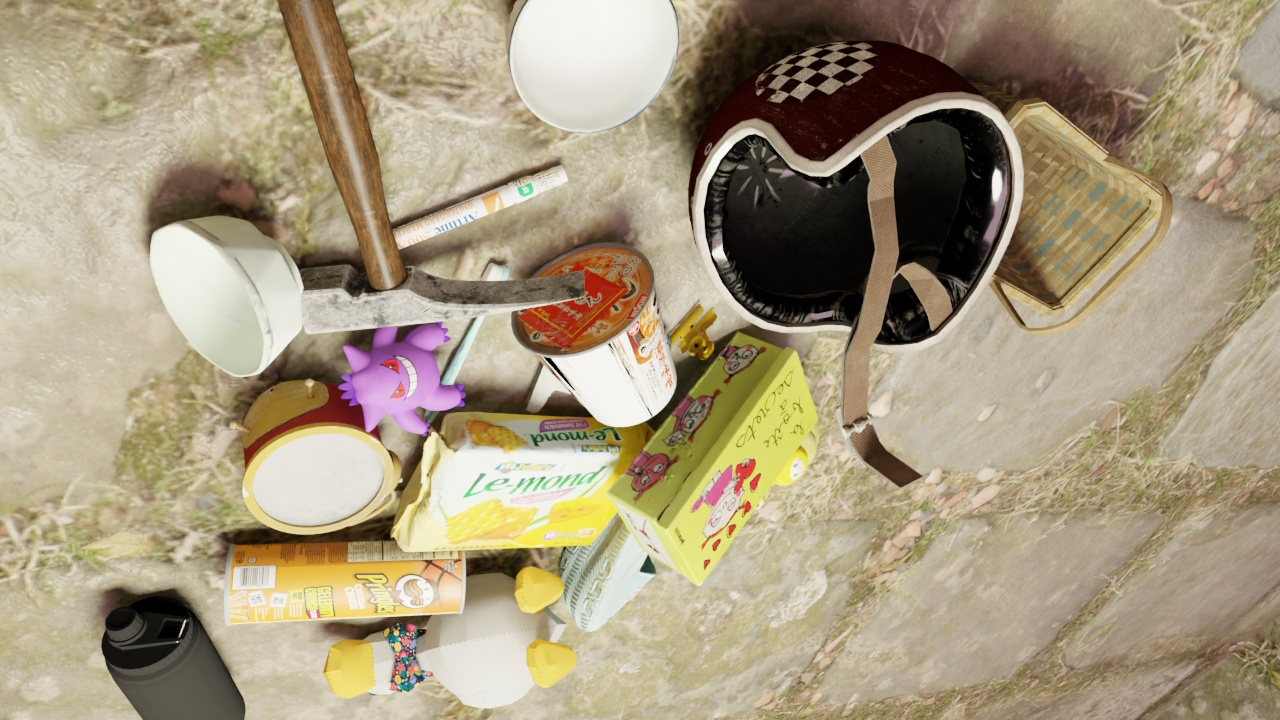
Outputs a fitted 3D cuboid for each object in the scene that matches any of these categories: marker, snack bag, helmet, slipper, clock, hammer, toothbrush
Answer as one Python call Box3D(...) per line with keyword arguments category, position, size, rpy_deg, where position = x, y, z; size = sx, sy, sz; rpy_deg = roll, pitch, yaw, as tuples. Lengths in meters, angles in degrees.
Box3D(category="marker", position=(-0.126, -0.119, 0.713), size=(0.145, 0.017, 0.017), rpy_deg=(-22, 136, -4))
Box3D(category="snack bag", position=(-0.110, 0.116, 0.892), size=(0.246, 0.068, 0.160), rpy_deg=(5, 133, -34))
Box3D(category="helmet", position=(0.156, -0.107, 0.682), size=(0.233, 0.253, 0.233), rpy_deg=(-41, 128, -6))
Box3D(category="slipper", position=(-0.016, 0.203, 1.009), size=(0.074, 0.104, 0.246), rpy_deg=(13, 120, -30))
Box3D(category="clock", position=(-0.272, 0.087, 0.791), size=(0.117, 0.081, 0.159), rpy_deg=(-30, 133, -3))
Box3D(category="slipper", position=(0.113, 0.117, 1.003), size=(0.190, 0.081, 0.092), rpy_deg=(-20, 133, -3))
Box3D(category="hammer", position=(-0.161, -0.151, 0.625), size=(0.218, 0.037, 0.301), rpy_deg=(-6, 130, 0))
Box3D(category="toothbrush", position=(-0.156, -0.011, 0.801), size=(0.016, 0.016, 0.181), rpy_deg=(8, 126, -35))

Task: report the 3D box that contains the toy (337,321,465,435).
Box3D(category="toy", position=(-0.203, 0.014, 0.763), size=(0.056, 0.106, 0.087), rpy_deg=(-10, -174, 42))

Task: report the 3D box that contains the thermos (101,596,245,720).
Box3D(category="thermos", position=(-0.462, 0.309, 0.906), size=(0.086, 0.086, 0.199), rpy_deg=(-12, 134, -15))

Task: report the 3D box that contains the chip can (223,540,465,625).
Box3D(category="chip can", position=(-0.282, 0.213, 0.890), size=(0.215, 0.075, 0.075), rpy_deg=(2, 130, -17))

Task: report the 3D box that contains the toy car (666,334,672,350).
Box3D(category="toy car", position=(-0.005, 0.005, 0.878), size=(0.038, 0.027, 0.090), rpy_deg=(16, 117, -36))

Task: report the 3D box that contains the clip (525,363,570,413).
Box3D(category="clip", position=(-0.069, 0.006, 0.862), size=(0.056, 0.046, 0.102), rpy_deg=(8, 128, -25))

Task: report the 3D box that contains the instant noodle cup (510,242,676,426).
Box3D(category="instant noodle cup", position=(-0.028, -0.013, 0.779), size=(0.123, 0.123, 0.122), rpy_deg=(-27, 135, 1))

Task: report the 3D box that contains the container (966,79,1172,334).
Box3D(category="container", position=(0.359, -0.124, 0.814), size=(0.249, 0.186, 0.158), rpy_deg=(17, 121, -36))

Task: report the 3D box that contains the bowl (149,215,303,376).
Box3D(category="bowl", position=(-0.282, -0.052, 0.650), size=(0.061, 0.117, 0.118), rpy_deg=(-40, 152, -45))

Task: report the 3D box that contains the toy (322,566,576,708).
Box3D(category="toy", position=(-0.189, 0.312, 1.011), size=(0.268, 0.140, 0.246), rpy_deg=(-23, 160, 31))

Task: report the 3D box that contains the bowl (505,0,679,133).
Box3D(category="bowl", position=(-0.039, -0.223, 0.625), size=(0.118, 0.062, 0.118), rpy_deg=(-14, 135, -14))

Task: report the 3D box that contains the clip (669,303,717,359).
Box3D(category="clip", position=(0.050, -0.023, 0.867), size=(0.044, 0.049, 0.054), rpy_deg=(41, 110, -8))

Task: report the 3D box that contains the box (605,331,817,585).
Box3D(category="box", position=(0.077, 0.091, 0.893), size=(0.220, 0.082, 0.124), rpy_deg=(-47, 140, -21))
